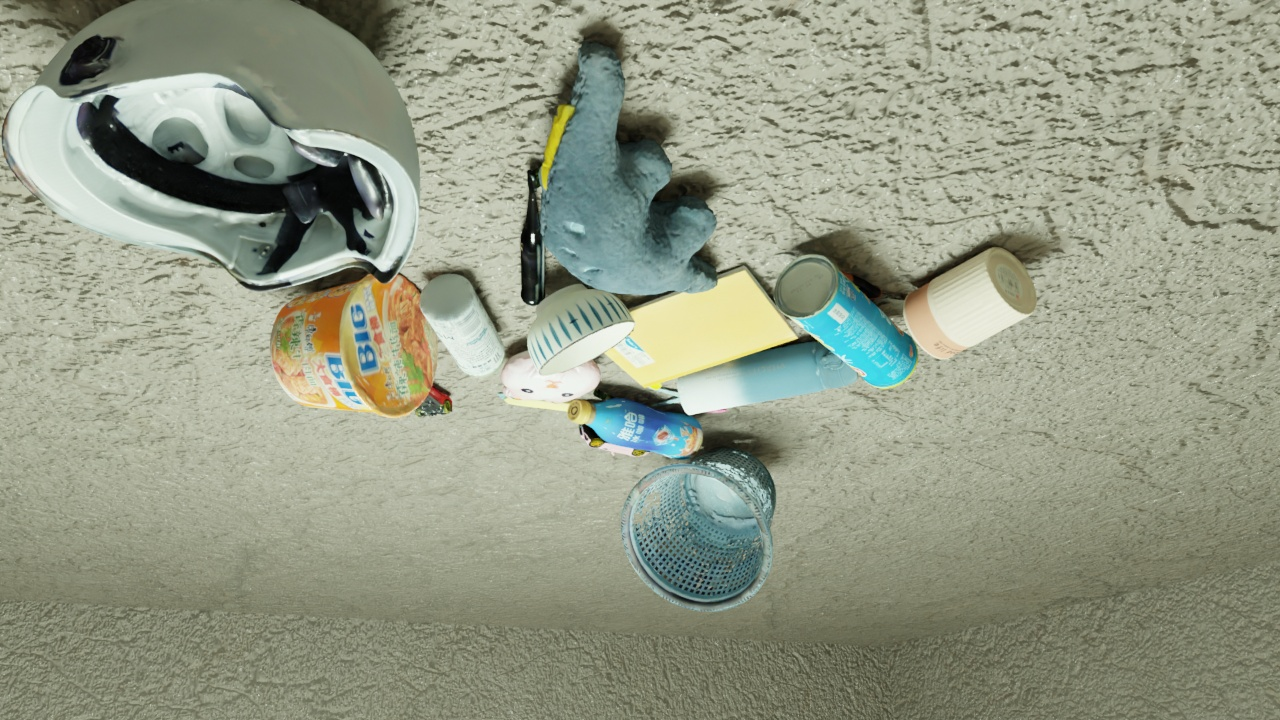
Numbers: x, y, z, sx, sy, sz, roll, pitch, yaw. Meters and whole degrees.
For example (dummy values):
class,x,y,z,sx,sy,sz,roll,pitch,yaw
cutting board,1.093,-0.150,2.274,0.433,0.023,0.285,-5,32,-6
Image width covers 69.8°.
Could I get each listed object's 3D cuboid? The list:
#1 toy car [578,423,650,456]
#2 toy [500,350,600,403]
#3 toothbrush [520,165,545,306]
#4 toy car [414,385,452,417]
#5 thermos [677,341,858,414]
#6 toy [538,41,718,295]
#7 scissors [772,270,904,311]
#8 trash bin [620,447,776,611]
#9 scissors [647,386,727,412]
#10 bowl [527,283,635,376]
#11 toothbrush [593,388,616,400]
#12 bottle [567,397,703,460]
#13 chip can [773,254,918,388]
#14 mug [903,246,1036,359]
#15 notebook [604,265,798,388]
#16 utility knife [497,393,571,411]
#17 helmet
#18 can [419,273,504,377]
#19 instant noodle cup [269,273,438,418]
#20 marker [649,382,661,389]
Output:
class,x,y,z,sx,sy,sz,roll,pitch,yaw
toy car,-0.036,0.106,1.312,0.122,0.056,0.037,16,143,-31
toy,-0.116,0.025,1.146,0.121,0.054,0.160,6,161,-15
toothbrush,-0.102,-0.116,0.879,0.027,0.026,0.213,-30,161,-20
toy car,-0.287,0.045,1.195,0.049,0.031,0.106,-11,154,17
thermos,0.156,0.017,1.127,0.221,0.070,0.070,-12,153,20
toy,-0.014,-0.125,0.806,0.138,0.091,0.356,-35,149,5
scissors,0.251,-0.061,1.025,0.194,0.015,0.206,-17,150,26
trash bin,0.109,0.230,1.382,0.227,0.226,0.194,-14,-171,25
scissors,0.069,0.049,1.246,0.133,0.017,0.136,16,153,-26
bowl,-0.070,-0.039,0.971,0.116,0.066,0.116,-28,170,-5
toothbrush,-0.002,0.072,1.292,0.017,0.012,0.185,-25,146,29
bottle,-0.008,0.088,1.245,0.218,0.065,0.065,18,148,-41
chip can,0.221,-0.037,0.971,0.071,0.071,0.210,-19,149,32
mug,0.354,-0.062,0.965,0.114,0.081,0.106,-16,167,-41
notebook,0.056,-0.032,1.042,0.207,0.010,0.146,-19,142,25
utility knife,-0.116,0.061,1.258,0.162,0.018,0.031,4,150,-15
helmet,-0.274,-0.163,0.630,0.259,0.145,0.229,1,154,13
can,-0.192,-0.035,1.003,0.058,0.058,0.147,-4,155,5
instant noodle cup,-0.300,-0.013,0.955,0.112,0.151,0.151,-4,156,24
marker,-0.007,0.007,1.154,0.018,0.015,0.124,-15,148,25
